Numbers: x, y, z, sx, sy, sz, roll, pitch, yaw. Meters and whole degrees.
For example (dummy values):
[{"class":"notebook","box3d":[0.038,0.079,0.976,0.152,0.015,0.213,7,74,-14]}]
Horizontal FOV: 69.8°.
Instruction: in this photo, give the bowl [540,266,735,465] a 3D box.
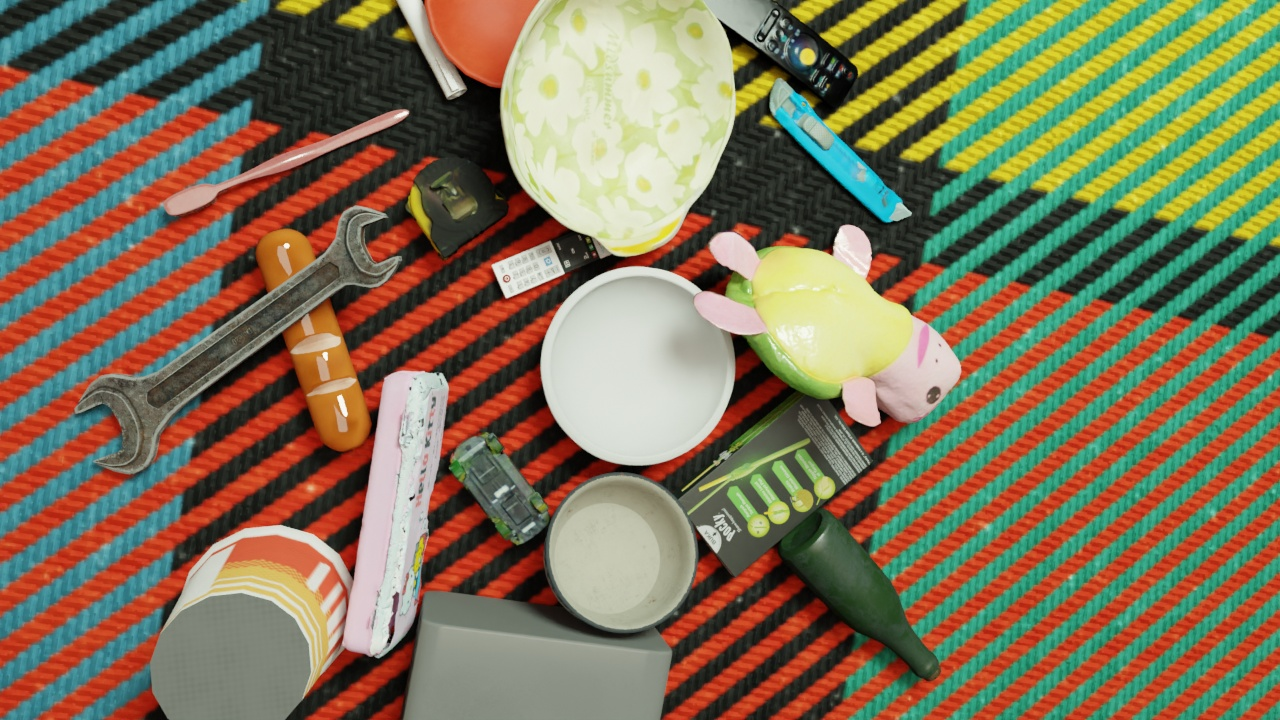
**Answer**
[{"class":"bowl","box3d":[-0.004,0.004,0.708,0.149,0.043,0.149,0,92,-12]}]

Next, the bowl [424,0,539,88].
[{"class":"bowl","box3d":[-0.097,-0.259,0.682,0.122,0.035,0.122,0,92,-11]}]

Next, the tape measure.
[{"class":"tape measure","box3d":[-0.137,-0.118,0.678,0.067,0.038,0.062,-36,98,-7]}]

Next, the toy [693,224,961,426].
[{"class":"toy","box3d":[0.147,-0.025,0.710,0.238,0.088,0.189,20,50,-22]}]

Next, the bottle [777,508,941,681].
[{"class":"bottle","box3d":[0.187,0.199,0.750,0.055,0.055,0.174,-44,101,-7]}]

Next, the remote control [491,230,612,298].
[{"class":"remote control","box3d":[-0.053,-0.085,0.710,0.124,0.012,0.028,-24,97,-9]}]

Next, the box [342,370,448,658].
[{"class":"box","box3d":[-0.172,0.107,0.659,0.044,0.086,0.202,9,90,-3]}]

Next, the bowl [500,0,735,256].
[{"class":"bowl","box3d":[-0.024,-0.188,0.667,0.188,0.060,0.219,-21,120,-24]}]

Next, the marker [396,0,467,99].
[{"class":"marker","box3d":[-0.166,-0.257,0.676,0.017,0.020,0.133,-28,97,-5]}]

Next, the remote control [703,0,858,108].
[{"class":"remote control","box3d":[0.107,-0.258,0.732,0.152,0.020,0.041,32,85,-12]}]

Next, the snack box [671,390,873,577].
[{"class":"snack box","box3d":[0.106,0.096,0.743,0.147,0.025,0.080,-38,99,-8]}]

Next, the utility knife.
[{"class":"utility knife","box3d":[0.162,-0.167,0.749,0.158,0.015,0.031,40,89,-12]}]

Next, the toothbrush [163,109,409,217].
[{"class":"toothbrush","box3d":[-0.254,-0.146,0.668,0.184,0.016,0.015,-27,97,-12]}]

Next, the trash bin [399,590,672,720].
[{"class":"trash bin","box3d":[-0.090,0.300,0.677,0.191,0.098,0.220,11,89,-12]}]

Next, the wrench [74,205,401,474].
[{"class":"wrench","box3d":[-0.279,-0.014,0.634,0.273,0.010,0.070,-34,94,7]}]

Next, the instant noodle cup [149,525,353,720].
[{"class":"instant noodle cup","box3d":[-0.264,0.187,0.623,0.123,0.121,0.123,0,92,-12]}]

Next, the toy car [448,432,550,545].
[{"class":"toy car","box3d":[-0.106,0.096,0.695,0.042,0.036,0.091,-38,100,-7]}]

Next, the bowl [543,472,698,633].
[{"class":"bowl","box3d":[-0.021,0.147,0.694,0.115,0.059,0.115,5,71,-16]}]

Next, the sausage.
[{"class":"sausage","box3d":[-0.234,-0.014,0.660,0.039,0.044,0.164,-19,96,-15]}]
